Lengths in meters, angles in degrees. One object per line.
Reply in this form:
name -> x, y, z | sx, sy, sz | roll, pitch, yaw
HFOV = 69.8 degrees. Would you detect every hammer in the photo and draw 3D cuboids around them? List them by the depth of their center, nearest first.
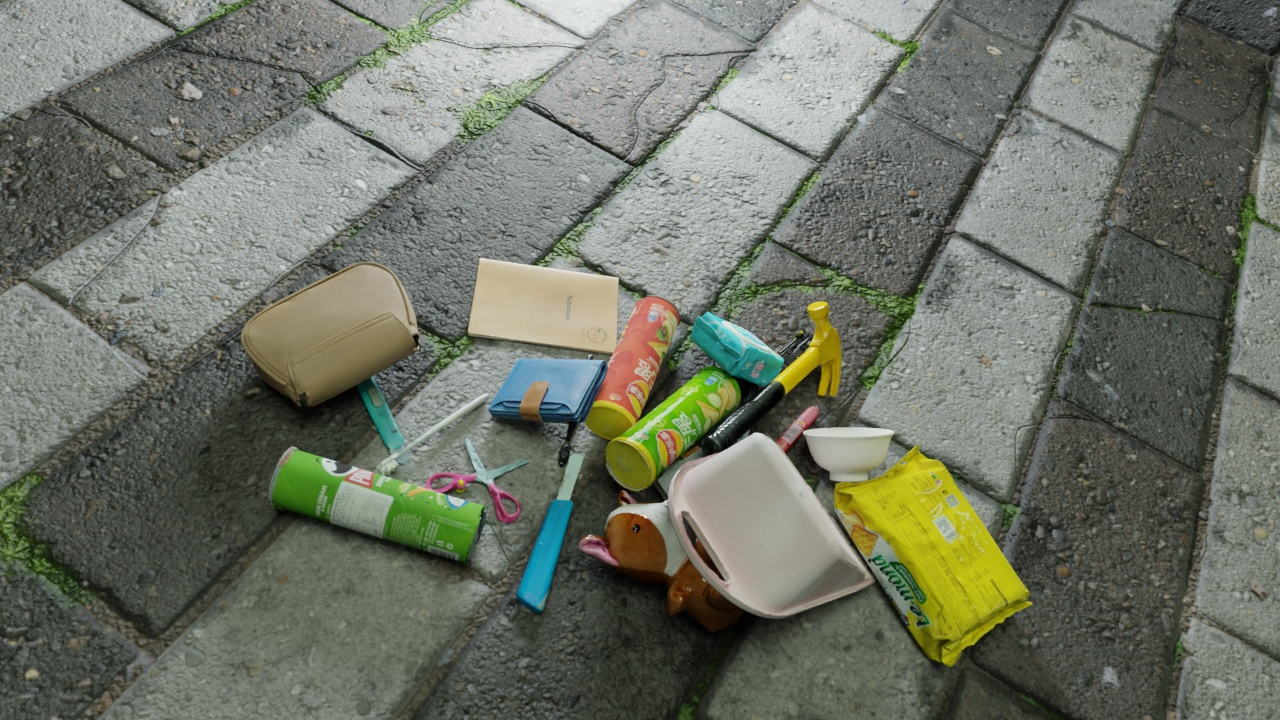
hammer -> 0.182, 0.040, 1.225 | 0.033, 0.129, 0.299 | 2, 29, 46

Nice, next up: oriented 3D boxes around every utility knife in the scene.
utility knife -> -0.102, 0.197, 1.098 | 0.034, 0.018, 0.217 | 16, 52, 1
utility knife -> -0.327, 0.061, 1.153 | 0.029, 0.013, 0.176 | -19, 59, -27

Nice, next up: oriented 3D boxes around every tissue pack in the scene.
tissue pack -> 0.133, -0.015, 1.260 | 0.093, 0.050, 0.133 | 44, 15, 33

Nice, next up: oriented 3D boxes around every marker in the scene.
marker -> 0.142, 0.082, 1.253 | 0.022, 0.018, 0.130 | 13, 49, 8

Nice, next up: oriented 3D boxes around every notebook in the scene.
notebook -> -0.135, -0.079, 1.315 | 0.207, 0.008, 0.147 | 7, 51, -8

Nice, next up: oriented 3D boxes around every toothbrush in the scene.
toothbrush -> -0.253, 0.089, 1.142 | 0.016, 0.016, 0.179 | 47, 51, 7
toothbrush -> -0.084, 0.060, 1.214 | 0.014, 0.018, 0.188 | 16, 49, -4

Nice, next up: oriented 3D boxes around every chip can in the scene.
chip can -> -0.295, 0.166, 1.041 | 0.236, 0.072, 0.072 | 17, 50, -1
chip can -> 0.047, 0.081, 1.174 | 0.072, 0.073, 0.220 | 38, 43, 16
chip can -> -0.007, 0.007, 1.239 | 0.073, 0.073, 0.216 | 22, 50, 3

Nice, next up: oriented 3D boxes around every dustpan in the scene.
dustpan -> 0.143, 0.195, 1.077 | 0.139, 0.273, 0.222 | -37, 64, 6

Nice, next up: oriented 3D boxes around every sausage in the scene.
sausage -> 0.201, 0.107, 1.246 | 0.020, 0.020, 0.155 | 38, 54, 16

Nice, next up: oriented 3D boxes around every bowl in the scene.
bowl -> 0.275, 0.125, 1.212 | 0.118, 0.118, 0.064 | -2, 91, -16

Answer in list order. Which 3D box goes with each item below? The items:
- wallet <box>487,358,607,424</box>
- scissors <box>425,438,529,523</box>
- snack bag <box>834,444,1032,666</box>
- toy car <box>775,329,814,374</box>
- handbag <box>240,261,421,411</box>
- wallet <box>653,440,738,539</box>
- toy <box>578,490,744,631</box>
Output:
wallet -> -0.119, 0.037, 1.176 | 0.133, 0.040, 0.106 | 1, 44, 26
scissors -> -0.193, 0.147, 1.119 | 0.133, 0.017, 0.134 | -18, 55, -30
snack bag -> 0.364, 0.233, 1.140 | 0.157, 0.068, 0.246 | -20, 67, -26
toy car -> 0.223, -0.003, 1.330 | 0.049, 0.031, 0.106 | 41, 56, 19
handbag -> -0.380, -0.027, 1.150 | 0.204, 0.100, 0.147 | -30, 64, -19
wallet -> 0.089, 0.159, 1.167 | 0.129, 0.037, 0.106 | -27, 72, -27
toy -> 0.040, 0.221, 1.055 | 0.200, 0.131, 0.139 | 24, 26, 18
